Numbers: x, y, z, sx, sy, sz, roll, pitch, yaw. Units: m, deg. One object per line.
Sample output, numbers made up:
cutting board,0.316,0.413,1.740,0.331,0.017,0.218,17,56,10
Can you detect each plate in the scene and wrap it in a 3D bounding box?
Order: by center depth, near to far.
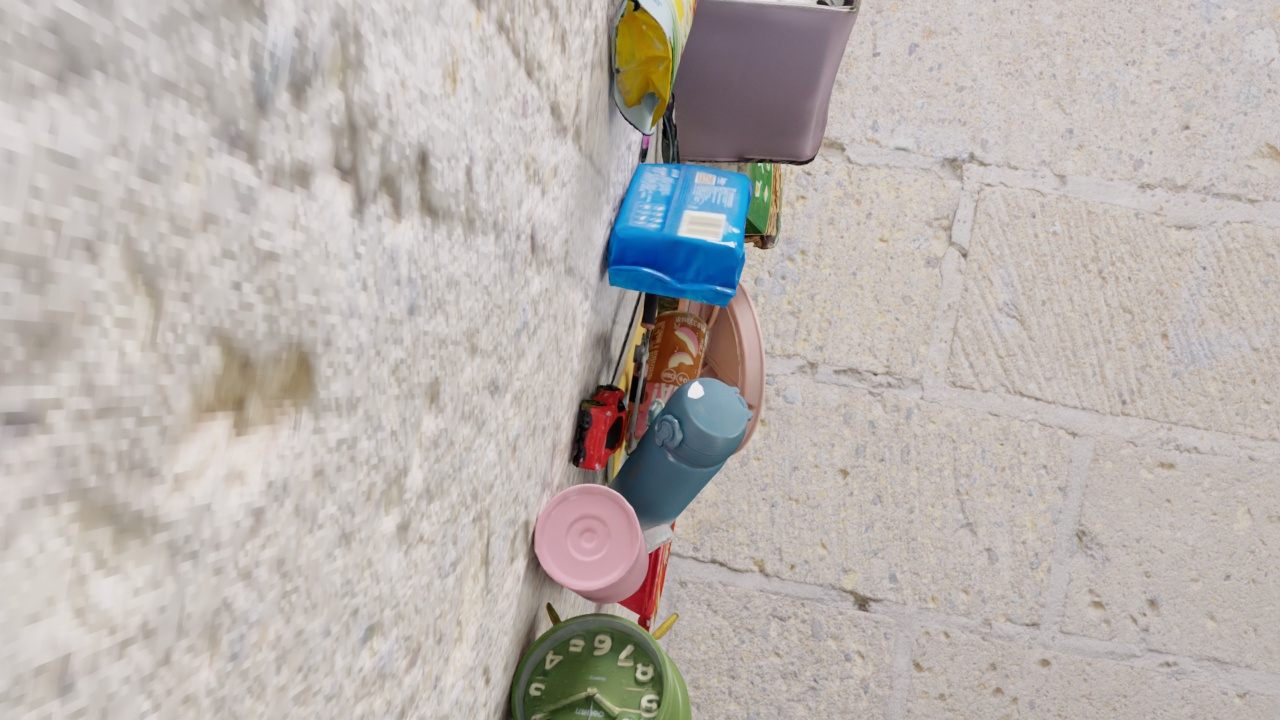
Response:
plate,0.077,0.001,1.079,0.230,0.028,0.229,174,-90,-67

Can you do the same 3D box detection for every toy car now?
toy car,-0.026,0.048,0.681,0.106,0.031,0.049,-57,158,-80

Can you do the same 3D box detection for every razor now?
razor,0.025,-0.176,0.807,0.143,0.022,0.042,92,8,-53

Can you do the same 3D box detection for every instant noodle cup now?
instant noodle cup,0.001,0.209,1.048,0.194,0.066,0.194,12,88,-85

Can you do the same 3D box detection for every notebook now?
notebook,-0.005,0.005,0.895,0.146,0.010,0.205,94,8,-47

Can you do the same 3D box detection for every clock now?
clock,-0.030,0.232,0.576,0.056,0.116,0.160,77,18,-46

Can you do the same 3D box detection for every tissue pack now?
tissue pack,0.031,-0.095,0.672,0.156,0.095,0.052,-75,174,-52

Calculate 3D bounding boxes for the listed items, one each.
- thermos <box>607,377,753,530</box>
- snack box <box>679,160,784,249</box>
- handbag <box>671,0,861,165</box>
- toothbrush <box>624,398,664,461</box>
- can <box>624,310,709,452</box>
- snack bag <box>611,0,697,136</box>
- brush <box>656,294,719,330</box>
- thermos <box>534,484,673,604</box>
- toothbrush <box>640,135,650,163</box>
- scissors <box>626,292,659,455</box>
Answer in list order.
thermos,0.018,0.088,0.726,0.221,0.070,0.070,120,-12,-53
snack box,0.081,-0.180,0.948,0.105,0.118,0.117,0,94,-72
handbag,0.101,-0.260,0.787,0.197,0.145,0.098,90,15,-64
toothbrush,-0.006,0.108,0.841,0.027,0.026,0.225,-55,167,-43
can,0.026,0.026,0.889,0.058,0.058,0.147,89,13,-62
snack bag,0.018,-0.239,0.574,0.110,0.039,0.190,74,24,-52
brush,0.049,-0.054,1.009,0.063,0.073,0.146,-73,173,-50
thermos,-0.019,0.132,0.648,0.067,0.087,0.199,62,-4,18
toothbrush,0.022,-0.243,0.691,0.014,0.018,0.189,-29,131,-71
scissors,0.004,-0.015,0.741,0.222,0.015,0.189,99,-1,-82
